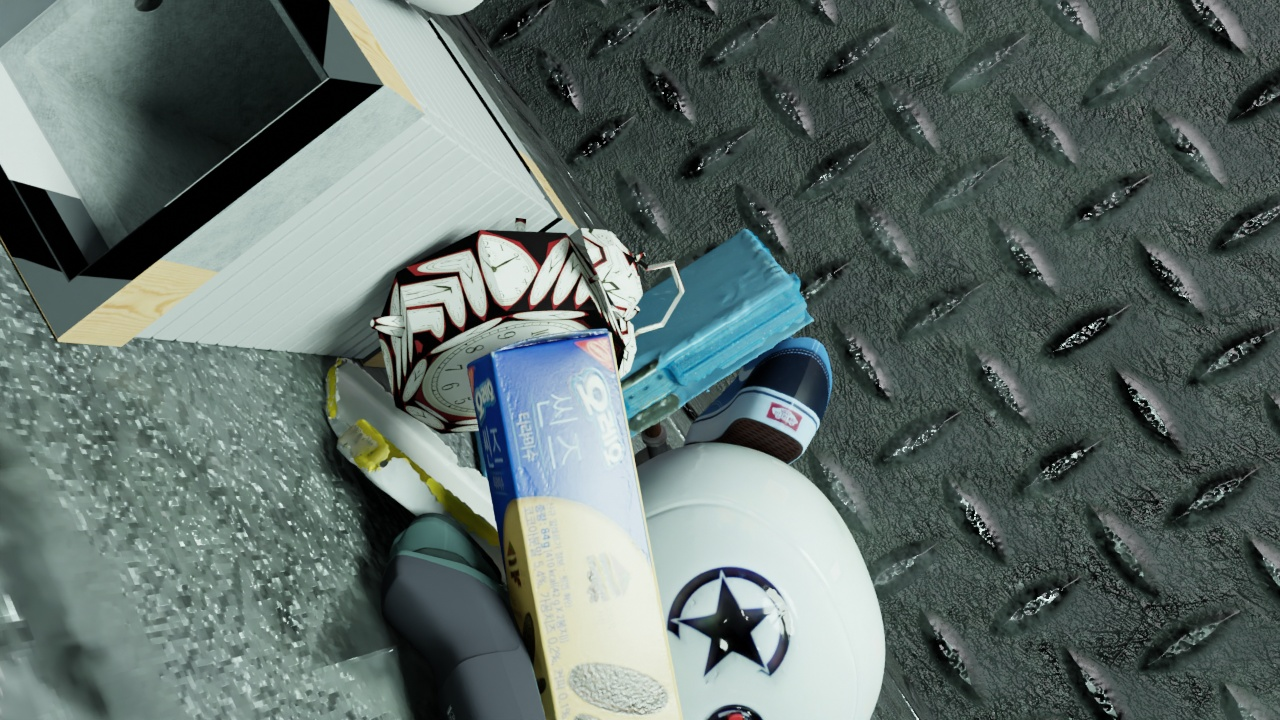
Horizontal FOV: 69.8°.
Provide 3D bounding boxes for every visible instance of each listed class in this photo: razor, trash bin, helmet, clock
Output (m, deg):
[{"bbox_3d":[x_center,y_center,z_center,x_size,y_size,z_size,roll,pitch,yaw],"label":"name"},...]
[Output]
[{"bbox_3d":[-0.065,0.123,0.359,0.052,0.047,0.142,4,37,-33],"label":"razor"},{"bbox_3d":[-0.155,-0.100,0.429,0.142,0.142,0.246,56,7,8],"label":"trash bin"},{"bbox_3d":[0.087,0.177,0.663,0.264,0.164,0.236,59,10,0],"label":"helmet"},{"bbox_3d":[-0.053,-0.024,0.463,0.115,0.154,0.065,97,-25,-60],"label":"clock"}]

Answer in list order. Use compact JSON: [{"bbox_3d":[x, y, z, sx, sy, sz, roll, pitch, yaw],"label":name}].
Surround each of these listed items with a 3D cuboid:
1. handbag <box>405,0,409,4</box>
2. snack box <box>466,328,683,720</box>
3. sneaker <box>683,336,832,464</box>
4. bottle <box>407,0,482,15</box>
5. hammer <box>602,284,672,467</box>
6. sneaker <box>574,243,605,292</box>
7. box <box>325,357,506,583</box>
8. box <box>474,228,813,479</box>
[{"bbox_3d":[-0.239,-0.220,0.519,0.215,0.096,0.222,10,28,-16],"label":"handbag"},{"bbox_3d":[-0.027,0.093,0.391,0.056,0.057,0.206,163,-83,-68],"label":"snack box"},{"bbox_3d":[0.103,0.037,0.752,0.083,0.098,0.242,27,-17,-1],"label":"sneaker"},{"bbox_3d":[-0.097,-0.193,0.434,0.052,0.052,0.195,54,7,-14],"label":"bottle"},{"bbox_3d":[0.005,0.039,0.816,0.156,0.043,0.323,-115,-171,-51],"label":"hammer"},{"bbox_3d":[-0.079,-0.049,0.742,0.120,0.095,0.234,14,11,-12],"label":"sneaker"},{"bbox_3d":[-0.084,0.086,0.492,0.209,0.038,0.130,49,-4,-36],"label":"box"},{"bbox_3d":[-0.003,0.004,0.606,0.048,0.231,0.093,54,5,-34],"label":"box"}]
